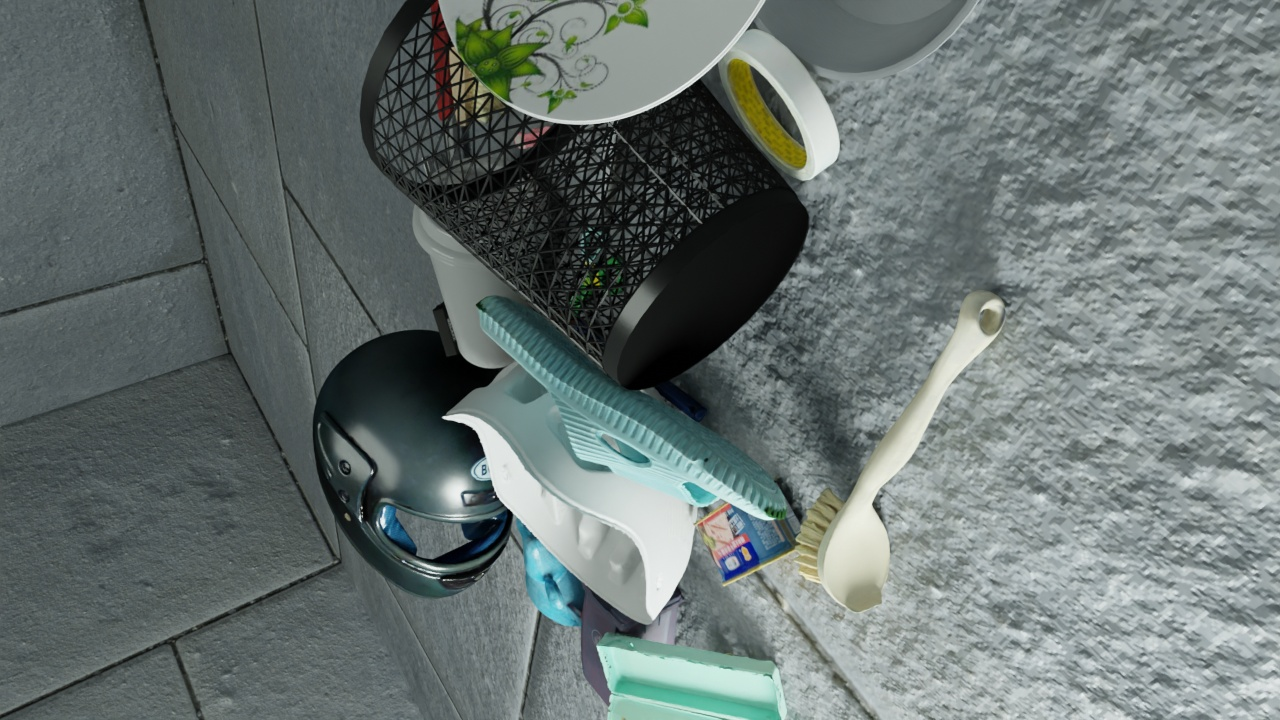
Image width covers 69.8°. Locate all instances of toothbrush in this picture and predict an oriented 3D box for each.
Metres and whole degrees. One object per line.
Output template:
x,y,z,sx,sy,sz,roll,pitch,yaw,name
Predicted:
-0.005,0.005,0.849,0.190,0.016,0.017,37,-176,43,toothbrush

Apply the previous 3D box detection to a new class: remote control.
-0.213,-0.049,1.086,0.133,0.013,0.058,-73,-30,-72,remote control

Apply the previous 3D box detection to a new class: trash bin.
-0.029,-0.123,0.624,0.243,0.216,0.218,48,146,19,trash bin
-0.009,0.294,0.994,0.094,0.092,0.161,38,136,42,trash bin

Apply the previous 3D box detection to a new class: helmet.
-0.251,0.111,1.111,0.237,0.248,0.316,-40,75,39,helmet
-0.049,0.121,0.835,0.224,0.183,0.283,28,135,47,helmet

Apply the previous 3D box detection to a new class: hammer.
-0.202,-0.291,0.964,0.126,0.036,0.316,45,144,39,hammer

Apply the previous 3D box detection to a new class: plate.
-0.016,-0.245,0.513,0.230,0.030,0.229,0,91,27,plate

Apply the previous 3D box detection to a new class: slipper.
-0.021,0.043,0.658,0.276,0.069,0.116,35,-178,22,slipper

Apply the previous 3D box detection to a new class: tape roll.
0.082,-0.152,0.552,0.094,0.019,0.094,53,176,5,tape roll

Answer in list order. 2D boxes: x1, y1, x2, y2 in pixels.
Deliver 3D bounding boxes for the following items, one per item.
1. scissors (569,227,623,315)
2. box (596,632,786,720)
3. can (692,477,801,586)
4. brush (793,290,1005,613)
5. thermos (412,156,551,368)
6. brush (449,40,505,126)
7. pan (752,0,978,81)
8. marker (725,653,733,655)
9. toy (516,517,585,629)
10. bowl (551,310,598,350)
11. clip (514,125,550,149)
-0.051,-0.081,0.875,0.071,0.014,0.131,64,150,5,scissors
0.047,0.339,0.884,0.187,0.057,0.138,2,101,29,box
0.090,0.141,0.752,0.059,0.053,0.100,63,151,13,can
0.162,0.063,0.584,0.077,0.061,0.273,43,139,30,brush
-0.158,-0.089,0.948,0.131,0.131,0.222,51,155,27,thermos
-0.150,-0.278,0.868,0.039,0.049,0.117,29,137,23,brush
0.152,-0.217,0.397,0.357,0.050,0.201,30,134,48,pan
0.082,0.344,0.947,0.014,0.014,0.133,45,144,35,marker
-0.090,0.226,1.062,0.181,0.115,0.183,73,172,-50,toy
-0.093,0.027,0.962,0.147,0.068,0.147,39,140,41,bowl
-0.094,-0.204,0.840,0.060,0.044,0.023,-141,34,-63,clip
